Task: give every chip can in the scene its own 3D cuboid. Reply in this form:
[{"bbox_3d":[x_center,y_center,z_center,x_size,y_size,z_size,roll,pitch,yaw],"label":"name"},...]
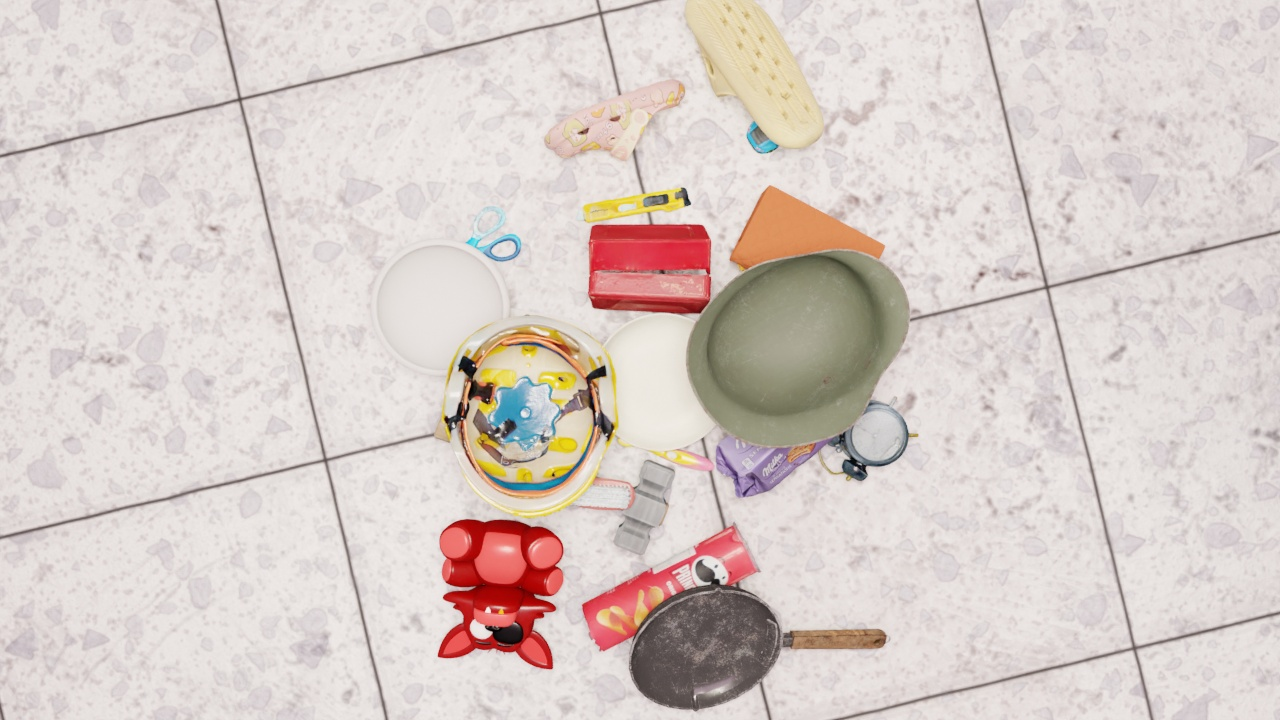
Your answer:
[{"bbox_3d":[0.037,0.297,1.197,0.233,0.073,0.073,-28,90,0],"label":"chip can"}]

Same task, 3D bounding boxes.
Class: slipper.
[{"bbox_3d":[-0.026,-0.302,1.197,0.197,0.093,0.081,-22,100,-1],"label":"slipper"},{"bbox_3d":[0.146,-0.371,1.198,0.111,0.079,0.261,-24,73,-20],"label":"slipper"}]

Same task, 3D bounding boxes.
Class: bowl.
[{"bbox_3d":[-0.257,-0.070,1.198,0.176,0.066,0.176,0,96,-4],"label":"bowl"}]

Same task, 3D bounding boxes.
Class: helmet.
[{"bbox_3d":[0.190,-0.035,1.123,0.268,0.153,0.227,-30,103,13],"label":"helmet"},{"bbox_3d":[-0.139,0.062,1.140,0.209,0.139,0.240,3,95,-10],"label":"helmet"}]

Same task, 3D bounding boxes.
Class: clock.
[{"bbox_3d":[0.295,0.105,1.211,0.129,0.052,0.090,-31,90,4],"label":"clock"}]

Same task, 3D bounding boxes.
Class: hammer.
[{"bbox_3d":[-0.117,0.144,1.213,0.323,0.051,0.117,21,89,3],"label":"hammer"}]

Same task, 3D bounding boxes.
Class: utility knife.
[{"bbox_3d":[-0.010,-0.207,1.231,0.155,0.017,0.030,-10,80,3],"label":"utility knife"}]

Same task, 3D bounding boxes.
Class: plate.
[{"bbox_3d":[0.027,0.027,1.204,0.182,0.034,0.182,0,100,-3],"label":"plate"}]

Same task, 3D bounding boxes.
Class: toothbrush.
[{"bbox_3d":[0.034,0.124,1.228,0.135,0.016,0.021,16,88,-2],"label":"toothbrush"}]

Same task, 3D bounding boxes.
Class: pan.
[{"bbox_3d":[0.156,0.365,1.195,0.356,0.040,0.208,1,117,-14],"label":"pan"}]

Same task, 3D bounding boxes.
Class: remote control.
[{"bbox_3d":[-0.134,-0.041,1.229,0.136,0.013,0.043,11,90,0],"label":"remote control"}]

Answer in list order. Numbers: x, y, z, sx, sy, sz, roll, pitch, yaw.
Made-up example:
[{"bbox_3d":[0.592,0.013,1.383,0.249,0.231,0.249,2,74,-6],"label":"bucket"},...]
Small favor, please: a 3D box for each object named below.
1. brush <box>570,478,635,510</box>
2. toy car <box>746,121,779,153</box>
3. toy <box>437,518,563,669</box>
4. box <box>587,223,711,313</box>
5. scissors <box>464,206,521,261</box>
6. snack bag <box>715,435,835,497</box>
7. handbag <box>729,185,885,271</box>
[{"bbox_3d":[-0.093,0.170,1.173,0.172,0.030,0.041,3,90,6],"label":"brush"},{"bbox_3d":[0.191,-0.319,1.223,0.105,0.032,0.048,-32,89,-2],"label":"toy car"},{"bbox_3d":[-0.181,0.301,1.180,0.158,0.120,0.197,6,98,-3],"label":"toy"},{"bbox_3d":[0.012,-0.126,1.172,0.157,0.136,0.122,3,90,-1],"label":"box"},{"bbox_3d":[-0.226,-0.141,1.230,0.140,0.015,0.083,-37,92,-3],"label":"scissors"},{"bbox_3d":[0.191,0.094,1.189,0.205,0.096,0.058,-40,119,0],"label":"snack bag"},{"bbox_3d":[0.215,-0.138,1.206,0.172,0.060,0.108,27,84,-3],"label":"handbag"}]
